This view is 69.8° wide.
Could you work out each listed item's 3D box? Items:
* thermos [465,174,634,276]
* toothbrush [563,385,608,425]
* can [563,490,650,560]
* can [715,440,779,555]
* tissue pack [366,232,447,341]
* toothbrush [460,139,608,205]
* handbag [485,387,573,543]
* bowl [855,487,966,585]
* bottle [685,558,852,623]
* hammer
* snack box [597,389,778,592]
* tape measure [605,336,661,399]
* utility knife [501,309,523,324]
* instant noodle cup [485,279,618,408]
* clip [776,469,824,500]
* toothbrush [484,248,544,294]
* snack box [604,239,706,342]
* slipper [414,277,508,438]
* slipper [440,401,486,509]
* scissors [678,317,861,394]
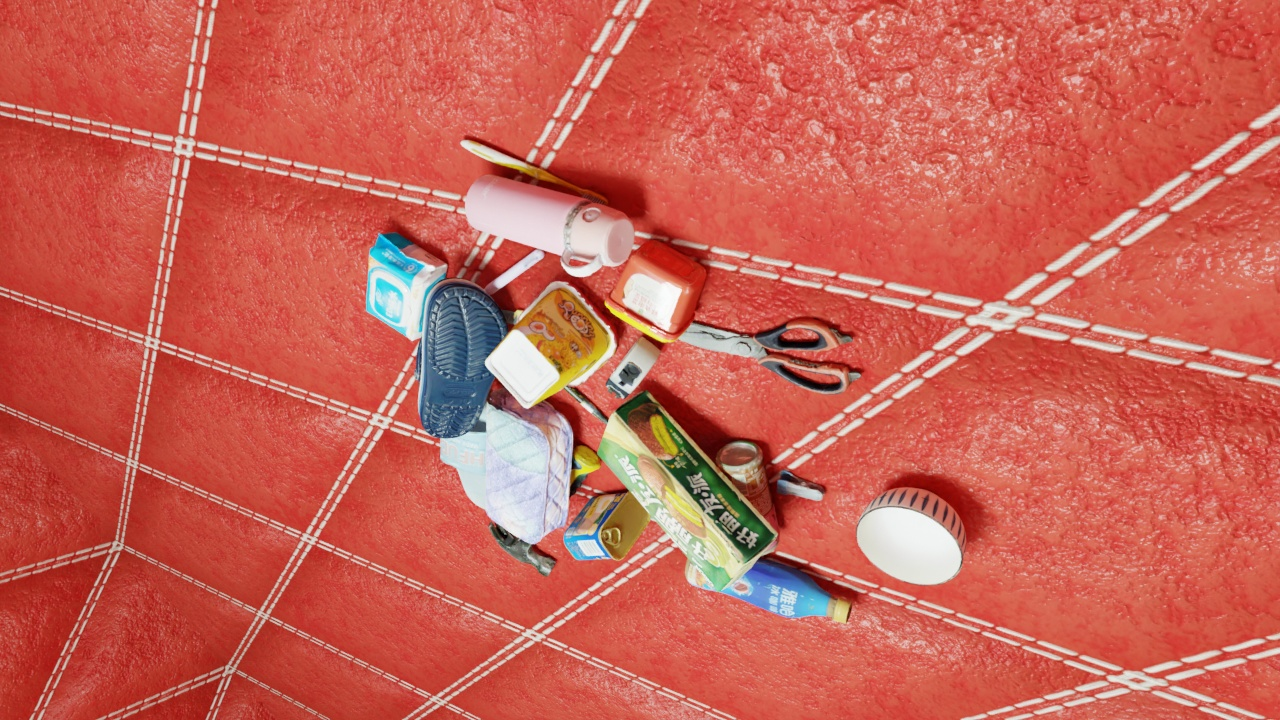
[{"bbox_3d":[-0.103,-0.143,0.989,0.199,0.087,0.067,22,155,32],"label":"thermos"},{"bbox_3d":[-0.073,0.056,1.207,0.186,0.017,0.012,42,99,-3],"label":"toothbrush"},{"bbox_3d":[-0.047,0.230,1.275,0.083,0.101,0.057,-15,116,44],"label":"can"},{"bbox_3d":[0.133,0.170,1.131,0.058,0.057,0.147,6,128,31],"label":"can"},{"bbox_3d":[-0.312,-0.097,1.208,0.090,0.063,0.140,32,137,8],"label":"tissue pack"},{"bbox_3d":[-0.121,-0.206,1.017,0.191,0.018,0.016,25,152,14],"label":"toothbrush"},{"bbox_3d":[-0.158,0.146,1.268,0.134,0.075,0.194,25,121,32],"label":"handbag"},{"bbox_3d":[0.306,0.185,1.019,0.116,0.066,0.117,19,133,22],"label":"bowl"},{"bbox_3d":[0.169,0.296,1.208,0.219,0.065,0.065,14,132,24],"label":"bottle"},{"bbox_3d":[-0.140,0.221,1.376,0.126,0.031,0.324,32,136,-2],"label":"hammer"},{"bbox_3d":[0.052,0.158,1.115,0.240,0.063,0.115,47,151,15],"label":"snack box"},{"bbox_3d":[-0.006,0.006,1.083,0.033,0.065,0.066,36,140,-3],"label":"tape measure"},{"bbox_3d":[-0.116,-0.044,1.157,0.198,0.020,0.031,17,127,29],"label":"utility knife"},{"bbox_3d":[-0.107,-0.014,1.077,0.116,0.123,0.116,47,126,-1],"label":"instant noodle cup"},{"bbox_3d":[0.193,0.154,1.105,0.058,0.041,0.026,15,130,17],"label":"clip"},{"bbox_3d":[-0.178,-0.099,1.148,0.029,0.021,0.190,19,149,-38],"label":"toothbrush"},{"bbox_3d":[0.019,-0.076,0.988,0.091,0.081,0.080,31,127,9],"label":"snack box"},{"bbox_3d":[-0.240,-0.008,1.201,0.095,0.105,0.253,-118,33,-44],"label":"slipper"},{"bbox_3d":[-0.250,0.143,1.360,0.104,0.074,0.246,19,135,22],"label":"slipper"},{"bbox_3d":[0.130,-0.023,1.003,0.205,0.015,0.198,42,138,-3],"label":"scissors"}]
